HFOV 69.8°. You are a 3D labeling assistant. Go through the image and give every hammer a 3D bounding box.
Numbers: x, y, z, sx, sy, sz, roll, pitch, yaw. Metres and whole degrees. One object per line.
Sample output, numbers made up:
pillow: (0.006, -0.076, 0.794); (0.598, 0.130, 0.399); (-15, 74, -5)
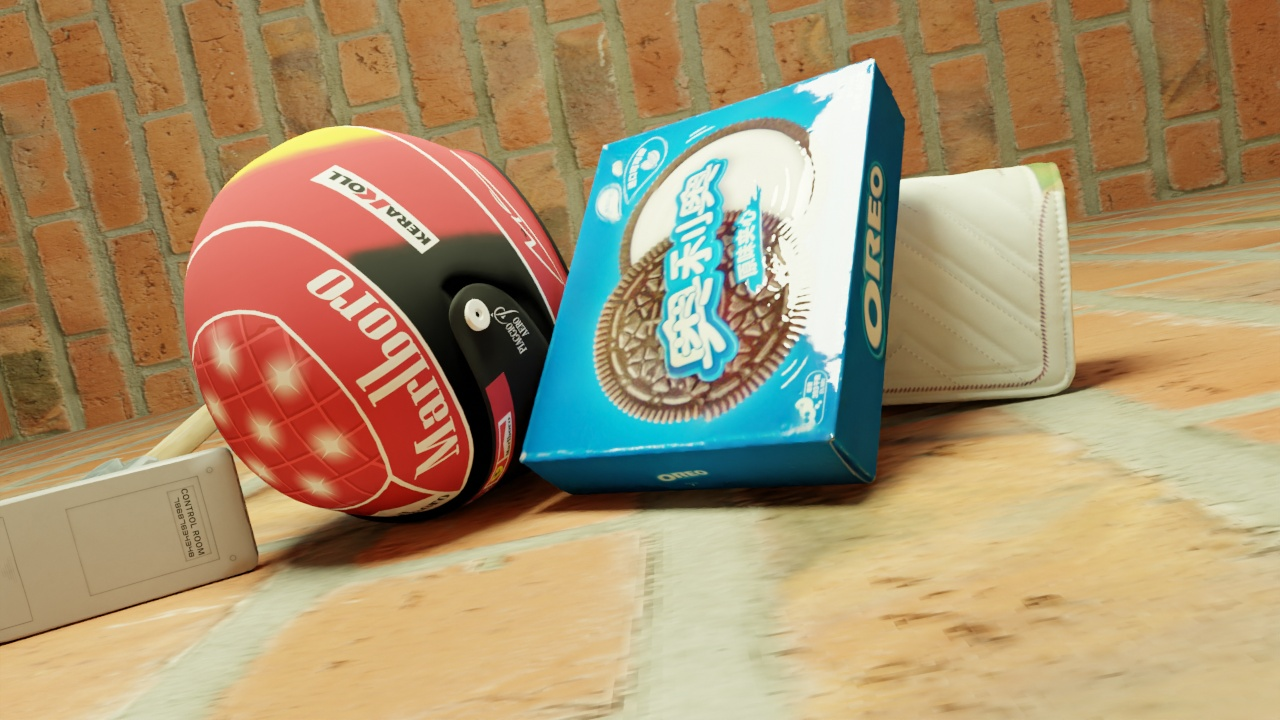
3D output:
hammer: (-0.353, 0.039, 0.775); (0.117, 0.051, 0.321); (-19, 24, 29)

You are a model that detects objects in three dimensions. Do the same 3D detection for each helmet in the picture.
helmet: (-0.154, -0.008, 0.575); (0.198, 0.271, 0.224); (-19, 23, 31)

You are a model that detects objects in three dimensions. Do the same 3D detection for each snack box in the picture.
snack box: (0.044, -0.044, 0.530); (0.196, 0.238, 0.056); (-8, -32, 35)

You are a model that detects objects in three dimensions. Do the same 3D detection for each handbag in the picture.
handbag: (0.167, -0.046, 0.598); (0.199, 0.142, 0.096); (-3, 6, 17)

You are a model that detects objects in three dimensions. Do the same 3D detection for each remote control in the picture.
remote control: (-0.300, 0.102, 0.514); (0.150, 0.074, 0.019); (-14, 7, -21)
